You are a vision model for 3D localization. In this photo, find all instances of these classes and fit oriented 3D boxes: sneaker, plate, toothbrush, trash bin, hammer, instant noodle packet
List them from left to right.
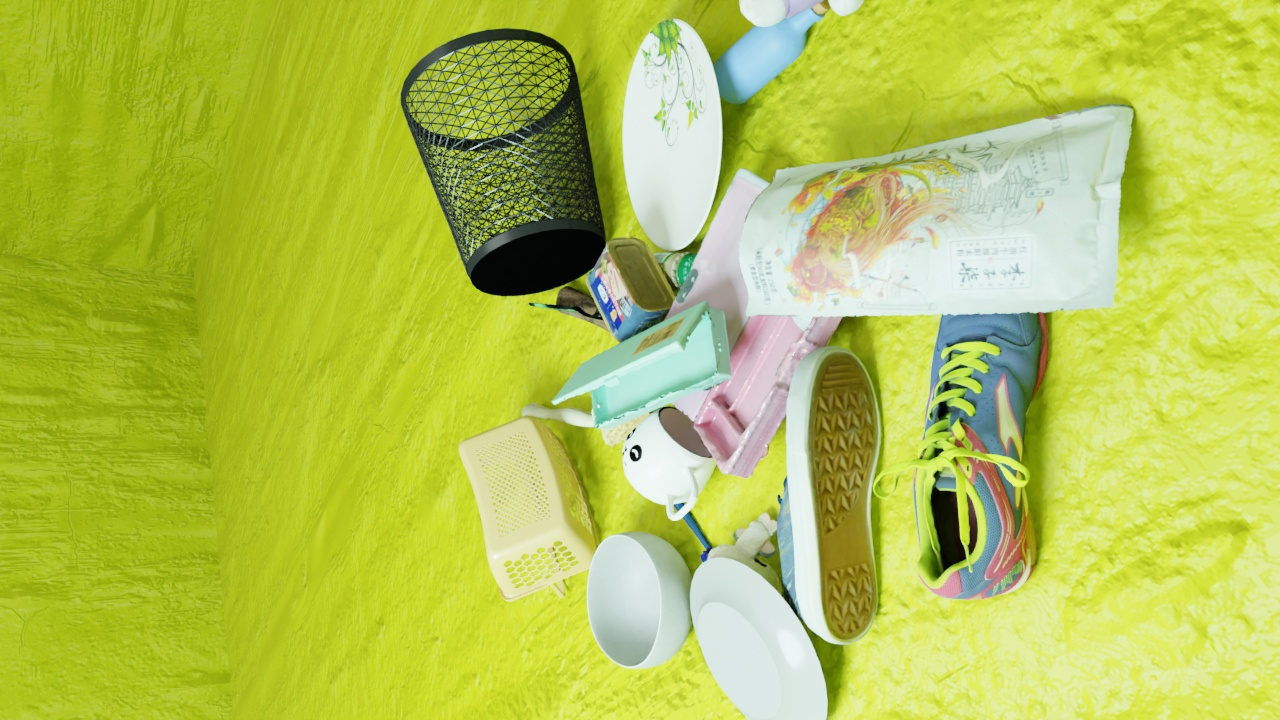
[{"bbox_3d":[-0.150,-0.222,1.090,0.218,0.216,0.243,-36,65,46],"label":"trash bin"},{"bbox_3d":[-0.085,-0.063,1.087,0.188,0.014,0.017,12,78,54],"label":"toothbrush"},{"bbox_3d":[-0.003,-0.041,1.007,0.331,0.033,0.120,26,104,53],"label":"hammer"},{"bbox_3d":[0.034,0.146,0.943,0.190,0.017,0.016,53,127,43],"label":"toothbrush"},{"bbox_3d":[0.040,-0.229,0.945,0.230,0.030,0.229,173,90,-67],"label":"plate"},{"bbox_3d":[0.092,0.257,0.799,0.173,0.019,0.173,33,133,44],"label":"plate"},{"bbox_3d":[0.141,0.107,0.748,0.079,0.087,0.235,-4,86,59],"label":"sneaker"},{"bbox_3d":[0.197,-0.099,0.657,0.270,0.057,0.146,-2,70,42],"label":"instant noodle packet"},{"bbox_3d":[0.226,0.042,0.625,0.116,0.091,0.241,-6,81,56],"label":"sneaker"}]

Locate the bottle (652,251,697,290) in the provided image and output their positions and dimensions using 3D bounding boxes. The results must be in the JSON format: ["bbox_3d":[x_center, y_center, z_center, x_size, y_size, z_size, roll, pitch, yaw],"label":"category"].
[{"bbox_3d":[0.035,-0.091,0.946,0.110,0.042,0.042,9,94,55],"label":"bottle"}]

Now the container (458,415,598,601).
[{"bbox_3d":[-0.128,0.177,1.087,0.167,0.129,0.183,71,176,-57],"label":"container"}]

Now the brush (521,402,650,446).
[{"bbox_3d":[-0.074,0.062,1.078,0.273,0.062,0.077,-8,75,58],"label":"brush"}]

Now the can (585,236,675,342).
[{"bbox_3d":[-0.010,-0.072,0.933,0.099,0.053,0.059,63,144,25],"label":"can"}]

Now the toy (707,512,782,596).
[{"bbox_3d":[0.095,0.196,0.831,0.087,0.050,0.112,24,118,52],"label":"toy"}]

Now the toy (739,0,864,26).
[{"bbox_3d":[0.178,-0.333,0.718,0.210,0.085,0.137,-2,82,40],"label":"toy"}]

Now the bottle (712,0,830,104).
[{"bbox_3d":[0.122,-0.290,0.842,0.131,0.048,0.048,-30,63,49],"label":"bottle"}]

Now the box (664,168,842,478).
[{"bbox_3d":[0.101,-0.034,0.825,0.180,0.055,0.233,48,119,44],"label":"box"}]

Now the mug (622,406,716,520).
[{"bbox_3d":[0.030,0.106,0.883,0.076,0.090,0.123,-55,27,24],"label":"mug"}]

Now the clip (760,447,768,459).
[{"bbox_3d":[0.096,0.079,0.866,0.058,0.035,0.022,18,105,59],"label":"clip"}]

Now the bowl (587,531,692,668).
[{"bbox_3d":[0.007,0.240,0.929,0.132,0.064,0.131,-9,79,54],"label":"bowl"}]

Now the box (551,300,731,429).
[{"bbox_3d":[-0.009,0.003,0.851,0.189,0.079,0.077,-25,62,47],"label":"box"}]
